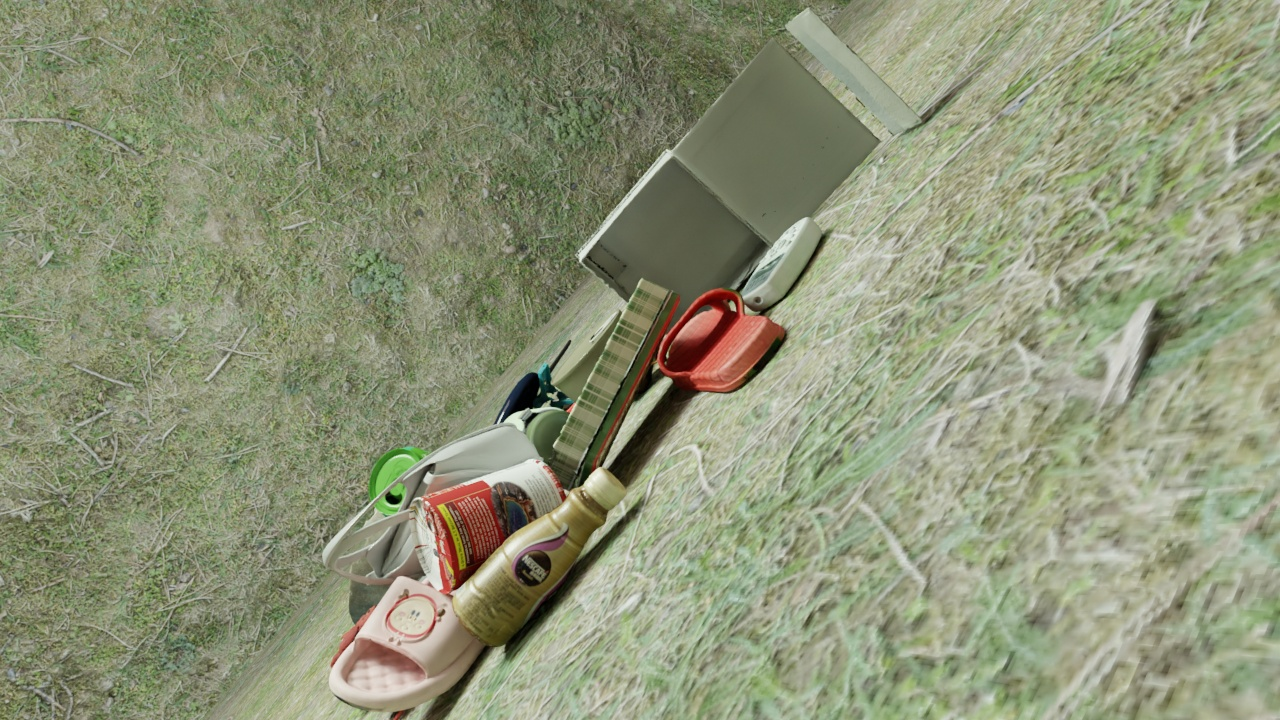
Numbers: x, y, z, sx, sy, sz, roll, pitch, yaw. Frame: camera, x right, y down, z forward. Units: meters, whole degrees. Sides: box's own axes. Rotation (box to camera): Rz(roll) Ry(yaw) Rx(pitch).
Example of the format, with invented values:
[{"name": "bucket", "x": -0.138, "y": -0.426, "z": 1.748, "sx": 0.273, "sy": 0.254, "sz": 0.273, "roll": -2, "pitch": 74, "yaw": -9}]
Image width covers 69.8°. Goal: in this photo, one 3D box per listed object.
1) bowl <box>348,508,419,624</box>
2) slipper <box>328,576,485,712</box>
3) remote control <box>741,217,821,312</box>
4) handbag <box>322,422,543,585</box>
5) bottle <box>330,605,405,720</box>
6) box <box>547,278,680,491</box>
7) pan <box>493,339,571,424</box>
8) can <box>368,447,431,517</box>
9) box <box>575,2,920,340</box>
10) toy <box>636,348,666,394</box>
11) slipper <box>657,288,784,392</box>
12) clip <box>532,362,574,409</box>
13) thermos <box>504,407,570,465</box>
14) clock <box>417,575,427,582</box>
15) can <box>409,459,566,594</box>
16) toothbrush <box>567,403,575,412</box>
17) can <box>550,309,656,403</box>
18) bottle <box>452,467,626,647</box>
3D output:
[{"name": "bowl", "x": -0.287, "y": 0.254, "z": 1.142, "sx": 0.178, "sy": 0.081, "sz": 0.178, "roll": 13, "pitch": -92, "yaw": -84}, {"name": "slipper", "x": -0.176, "y": 0.221, "z": 0.813, "sx": 0.107, "sy": 0.056, "sz": 0.220, "roll": 14, "pitch": 38, "yaw": 28}, {"name": "remote control", "x": 0.139, "y": -0.095, "z": 0.897, "sx": 0.114, "sy": 0.028, "sz": 0.060, "roll": -54, "pitch": 11, "yaw": -31}, {"name": "handbag", "x": -0.208, "y": 0.165, "z": 0.897, "sx": 0.222, "sy": 0.095, "sz": 0.216, "roll": -19, "pitch": -30, "yaw": -47}, {"name": "bottle", "x": -0.233, "y": 0.278, "z": 0.877, "sx": 0.111, "sy": 0.099, "sz": 0.099, "roll": -38, "pitch": 8, "yaw": -8}, {"name": "box", "x": -0.027, "y": 0.027, "z": 0.898, "sx": 0.205, "sy": 0.051, "sz": 0.118, "roll": -64, "pitch": 1, "yaw": -27}, {"name": "pan", "x": -0.179, "y": 0.064, "z": 1.456, "sx": 0.355, "sy": 0.021, "sz": 0.199, "roll": -61, "pitch": -6, "yaw": -50}, {"name": "can", "x": -0.232, "y": 0.150, "z": 1.042, "sx": 0.083, "sy": 0.083, "sz": 0.144, "roll": -47, "pitch": -30, "yaw": 5}, {"name": "box", "x": 0.106, "y": -0.190, "z": 1.011, "sx": 0.369, "sy": 0.166, "sz": 0.098, "roll": -47, "pitch": 14, "yaw": 16}, {"name": "toy", "x": -0.006, "y": 0.006, "z": 1.045, "sx": 0.076, "sy": 0.062, "sz": 0.100, "roll": -31, "pitch": 3, "yaw": -38}, {"name": "slipper", "x": 0.060, "y": -0.022, "z": 0.865, "sx": 0.103, "sy": 0.059, "sz": 0.249, "roll": -48, "pitch": 11, "yaw": -2}, {"name": "clip", "x": -0.144, "y": 0.050, "z": 1.419, "sx": 0.026, "sy": 0.102, "sz": 0.120, "roll": -51, "pitch": -3, "yaw": -32}, {"name": "thermos", "x": -0.126, "y": 0.094, "z": 1.140, "sx": 0.082, "sy": 0.082, "sz": 0.232, "roll": -50, "pitch": 10, "yaw": -14}, {"name": "clock", "x": -0.225, "y": 0.257, "z": 1.038, "sx": 0.123, "sy": 0.044, "sz": 0.091, "roll": -37, "pitch": 13, "yaw": 51}, {"name": "can", "x": -0.132, "y": 0.145, "z": 0.810, "sx": 0.116, "sy": 0.086, "sz": 0.087, "roll": -16, "pitch": -10, "yaw": -34}, {"name": "toothbrush", "x": -0.086, "y": 0.062, "z": 1.311, "sx": 0.212, "sy": 0.012, "sz": 0.018, "roll": -47, "pitch": 9, "yaw": 3}, {"name": "can", "x": -0.044, "y": 0.006, "z": 1.164, "sx": 0.128, "sy": 0.073, "sz": 0.127, "roll": -46, "pitch": 10, "yaw": 10}, {"name": "bottle", "x": -0.078, "y": 0.156, "z": 0.748, "sx": 0.166, "sy": 0.059, "sz": 0.059, "roll": -46, "pitch": 9, "yaw": 1}]
